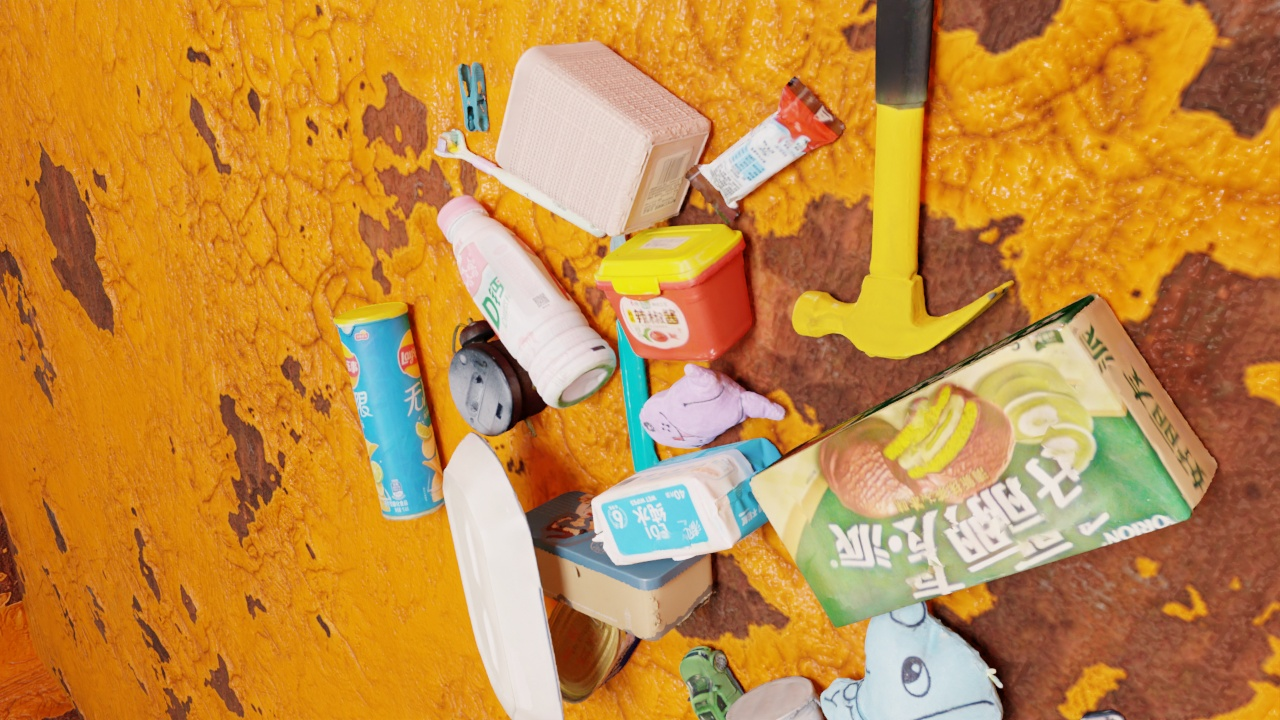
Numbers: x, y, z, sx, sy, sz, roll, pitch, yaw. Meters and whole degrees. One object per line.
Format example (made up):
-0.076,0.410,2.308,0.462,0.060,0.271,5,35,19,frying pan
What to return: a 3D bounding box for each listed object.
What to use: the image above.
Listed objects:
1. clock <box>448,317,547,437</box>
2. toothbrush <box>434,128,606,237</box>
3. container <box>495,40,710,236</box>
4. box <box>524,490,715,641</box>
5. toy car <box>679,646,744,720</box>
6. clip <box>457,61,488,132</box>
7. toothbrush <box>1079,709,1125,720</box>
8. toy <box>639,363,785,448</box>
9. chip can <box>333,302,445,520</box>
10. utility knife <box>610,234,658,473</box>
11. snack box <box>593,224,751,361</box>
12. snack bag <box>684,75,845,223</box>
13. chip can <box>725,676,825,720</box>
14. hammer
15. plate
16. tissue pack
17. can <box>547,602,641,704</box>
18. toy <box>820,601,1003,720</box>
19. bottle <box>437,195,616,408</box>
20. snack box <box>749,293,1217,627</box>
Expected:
-0.132,0.013,0.811,0.122,0.055,0.082,39,130,26,clock
-0.098,-0.143,0.742,0.189,0.029,0.020,33,168,27,toothbrush
-0.024,-0.149,0.625,0.111,0.090,0.090,38,129,21,container
-0.021,0.164,0.747,0.185,0.089,0.061,7,111,40,box
0.064,0.280,0.756,0.043,0.036,0.091,-43,73,45,toy car
-0.136,-0.215,0.751,0.042,0.014,0.056,10,114,41,clip
0.230,0.250,0.605,0.182,0.018,0.015,-34,87,46,toothbrush
0.043,0.037,0.662,0.084,0.038,0.108,26,147,-18,toy
-0.248,0.051,0.920,0.071,0.071,0.210,4,110,41,chip can
-0.004,0.004,0.720,0.029,0.013,0.216,11,116,40,utility knife
0.028,-0.046,0.630,0.091,0.081,0.080,3,123,42,snack box
0.076,-0.131,0.582,0.048,0.026,0.104,45,136,-8,snack bag
0.139,0.354,0.692,0.071,0.071,0.214,-22,92,45,chip can
0.146,-0.144,0.510,0.129,0.032,0.301,13,115,38,hammer
-0.121,0.192,0.769,0.162,0.034,0.266,27,129,60,plate
0.037,0.105,0.670,0.140,0.089,0.063,-20,92,44,tissue pack
-0.043,0.248,0.829,0.074,0.049,0.148,42,130,22,can
0.182,0.233,0.615,0.157,0.049,0.161,-23,86,47,toy
-0.099,-0.054,0.749,0.197,0.068,0.068,53,134,18,bottle
0.184,0.068,0.539,0.241,0.063,0.114,-36,83,44,snack box
